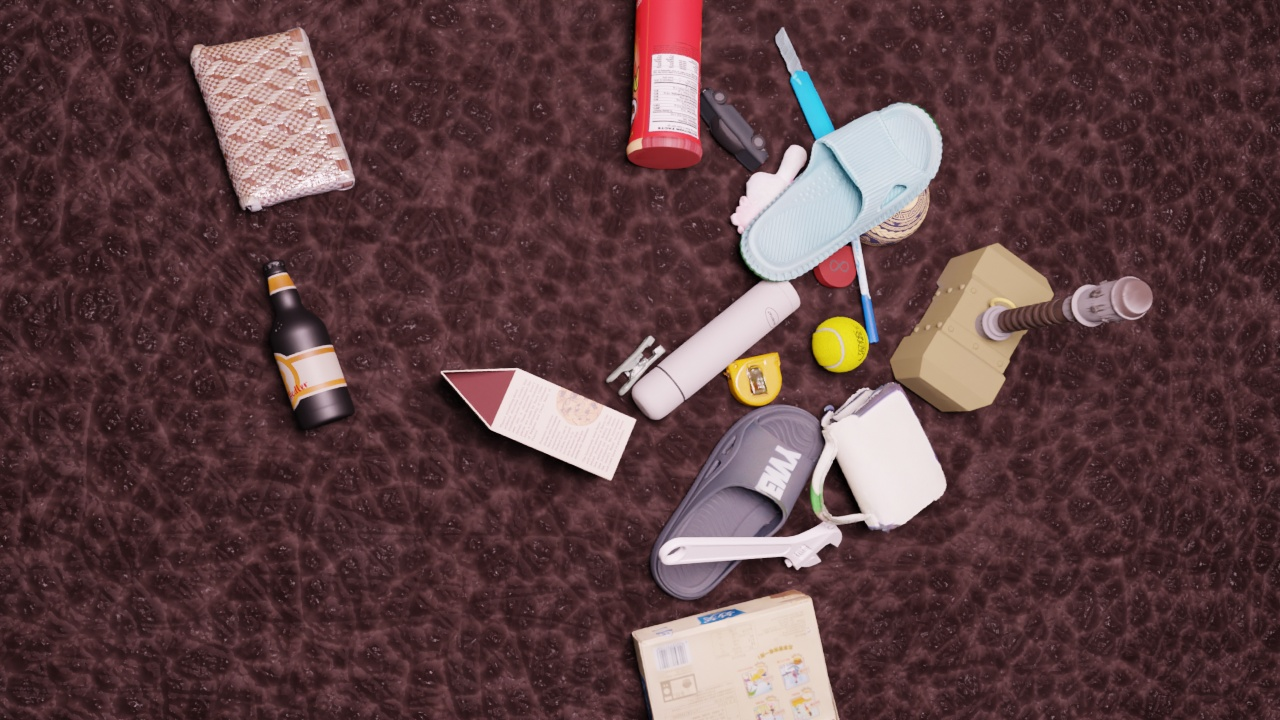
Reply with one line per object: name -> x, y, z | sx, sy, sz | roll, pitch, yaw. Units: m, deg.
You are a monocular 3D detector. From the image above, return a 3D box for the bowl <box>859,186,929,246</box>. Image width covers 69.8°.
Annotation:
bowl -> 0.301, -0.197, 1.104 | 0.112, 0.061, 0.112 | 0, 91, -14

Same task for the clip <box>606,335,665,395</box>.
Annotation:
clip -> -0.006, 0.006, 1.062 | 0.043, 0.023, 0.076 | 45, 78, -3

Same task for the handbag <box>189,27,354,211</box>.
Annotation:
handbag -> -0.398, -0.261, 0.995 | 0.124, 0.047, 0.186 | -19, 90, -19

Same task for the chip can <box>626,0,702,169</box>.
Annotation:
chip can -> 0.030, -0.336, 1.058 | 0.087, 0.087, 0.213 | 3, 85, -10

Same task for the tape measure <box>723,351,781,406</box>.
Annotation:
tape measure -> 0.134, 0.025, 1.082 | 0.068, 0.030, 0.059 | -11, 86, -10

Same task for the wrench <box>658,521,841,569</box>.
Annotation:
wrench -> 0.125, 0.205, 1.002 | 0.272, 0.018, 0.066 | 8, 124, -40

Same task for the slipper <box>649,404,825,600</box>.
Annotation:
slipper -> 0.113, 0.159, 1.045 | 0.110, 0.083, 0.268 | 41, 82, -4

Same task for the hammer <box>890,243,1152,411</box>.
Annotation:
hammer -> 0.419, -0.046, 0.988 | 0.100, 0.325, 0.190 | 34, 81, -7

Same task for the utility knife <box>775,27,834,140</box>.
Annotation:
utility knife -> 0.213, -0.311, 1.125 | 0.031, 0.015, 0.207 | -26, 95, -12

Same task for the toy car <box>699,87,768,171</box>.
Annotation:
toy car -> 0.106, -0.273, 1.088 | 0.034, 0.046, 0.112 | -44, 96, -16

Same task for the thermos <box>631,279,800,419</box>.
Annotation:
thermos -> 0.086, -0.015, 1.063 | 0.224, 0.052, 0.052 | -39, 94, -11

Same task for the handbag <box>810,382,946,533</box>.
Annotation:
handbag -> 0.253, 0.126, 1.063 | 0.175, 0.074, 0.151 | -32, 98, -29

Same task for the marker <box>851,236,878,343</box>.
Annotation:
marker -> 0.270, -0.091, 1.111 | 0.013, 0.013, 0.142 | -14, 98, -11

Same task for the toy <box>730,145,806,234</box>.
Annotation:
toy -> 0.160, -0.194, 1.097 | 0.125, 0.037, 0.076 | -41, 98, -5

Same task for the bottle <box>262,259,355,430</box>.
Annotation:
bottle -> -0.362, -0.019, 0.979 | 0.059, 0.059, 0.181 | -19, 90, -11

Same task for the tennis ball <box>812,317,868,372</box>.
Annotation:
tennis ball -> 0.236, -0.019, 1.085 | 0.065, 0.065, 0.065 | 1, 86, -11

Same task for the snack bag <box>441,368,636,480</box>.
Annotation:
snack bag -> -0.120, 0.056, 1.000 | 0.206, 0.094, 0.070 | 24, 82, -8

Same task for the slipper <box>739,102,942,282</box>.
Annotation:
slipper -> 0.230, -0.195, 1.041 | 0.276, 0.069, 0.116 | -39, 79, -1

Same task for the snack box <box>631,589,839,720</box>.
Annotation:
snack box -> 0.107, 0.362, 1.042 | 0.207, 0.055, 0.153 | -11, 88, -11

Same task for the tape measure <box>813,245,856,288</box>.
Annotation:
tape measure -> 0.232, -0.115, 1.113 | 0.059, 0.019, 0.051 | 5, 87, -19
